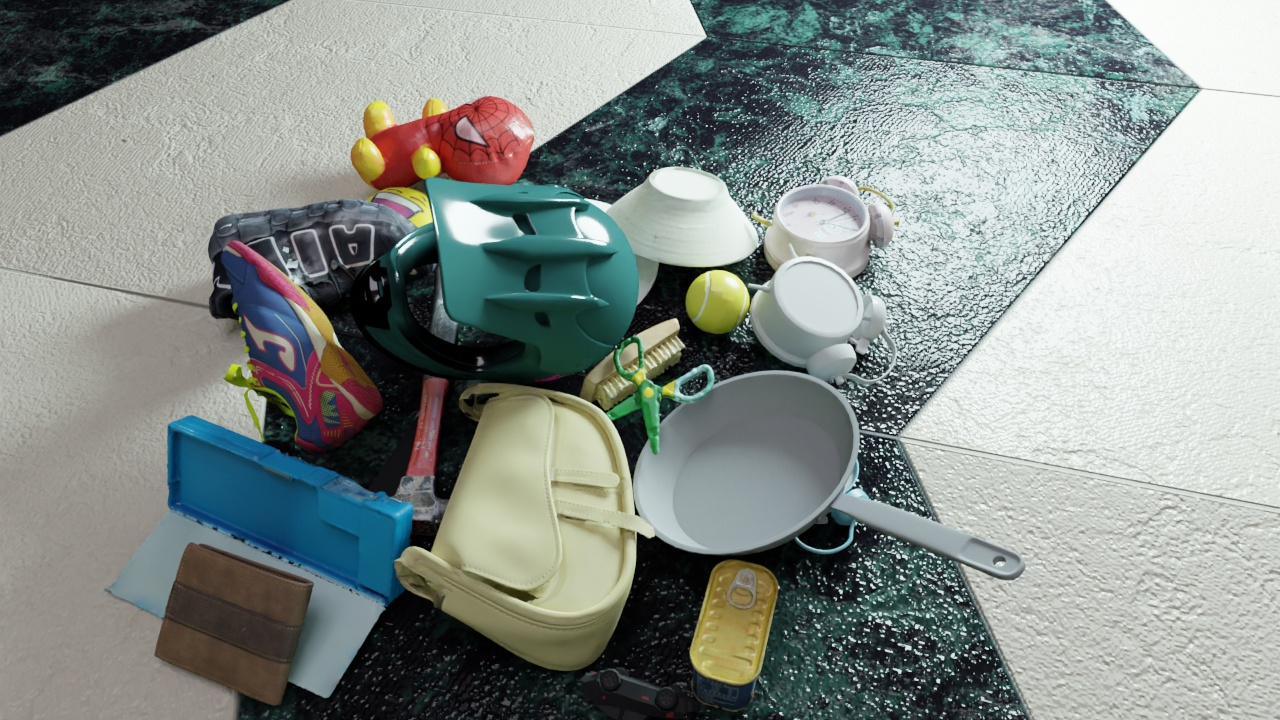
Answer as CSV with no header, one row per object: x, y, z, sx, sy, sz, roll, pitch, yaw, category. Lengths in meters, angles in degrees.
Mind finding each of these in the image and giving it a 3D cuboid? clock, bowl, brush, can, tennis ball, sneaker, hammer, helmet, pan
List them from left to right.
-0.342,-0.015,0.858,0.091,0.116,0.242,-42,67,-1,sneaker
-0.348,-0.085,0.976,0.252,0.097,0.150,-2,55,3,sneaker
-0.212,0.023,0.906,0.140,0.036,0.325,-1,50,0,hammer
-0.116,-0.071,0.822,0.201,0.274,0.176,-18,78,38,helmet
-0.005,0.005,0.904,0.117,0.049,0.039,-36,74,-24,brush
0.048,-0.170,1.014,0.176,0.058,0.176,5,34,-4,bowl
0.079,-0.060,0.943,0.065,0.065,0.065,-2,49,2,tennis ball
0.072,0.213,0.712,0.054,0.059,0.099,12,51,13,can
0.140,0.107,0.731,0.200,0.051,0.357,-45,39,-20,pan
0.155,0.114,0.804,0.087,0.042,0.123,-1,47,2,clock
0.183,-0.036,0.917,0.159,0.061,0.119,41,57,8,clock
0.212,-0.149,1.017,0.157,0.059,0.117,-26,53,-19,clock

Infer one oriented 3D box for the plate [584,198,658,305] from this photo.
-0.094,-0.119,1.028,0.229,0.030,0.228,-2,49,2,plate

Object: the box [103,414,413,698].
-0.318,0.161,0.789,0.244,0.070,0.170,18,85,18,box

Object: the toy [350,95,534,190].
-0.234,-0.261,1.115,0.216,0.099,0.147,-2,55,3,toy

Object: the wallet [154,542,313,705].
-0.325,0.208,0.733,0.121,0.027,0.098,13,86,15,wallet

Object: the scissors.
0.014,0.030,0.851,0.130,0.011,0.125,-7,60,-1,scissors

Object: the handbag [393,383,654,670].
-0.086,0.122,0.759,0.191,0.089,0.232,15,47,-4,handbag

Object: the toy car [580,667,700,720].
-0.001,0.257,0.692,0.092,0.042,0.036,14,76,14,toy car

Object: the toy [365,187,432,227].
-0.284,-0.165,1.072,0.095,0.041,0.094,23,58,18,toy
